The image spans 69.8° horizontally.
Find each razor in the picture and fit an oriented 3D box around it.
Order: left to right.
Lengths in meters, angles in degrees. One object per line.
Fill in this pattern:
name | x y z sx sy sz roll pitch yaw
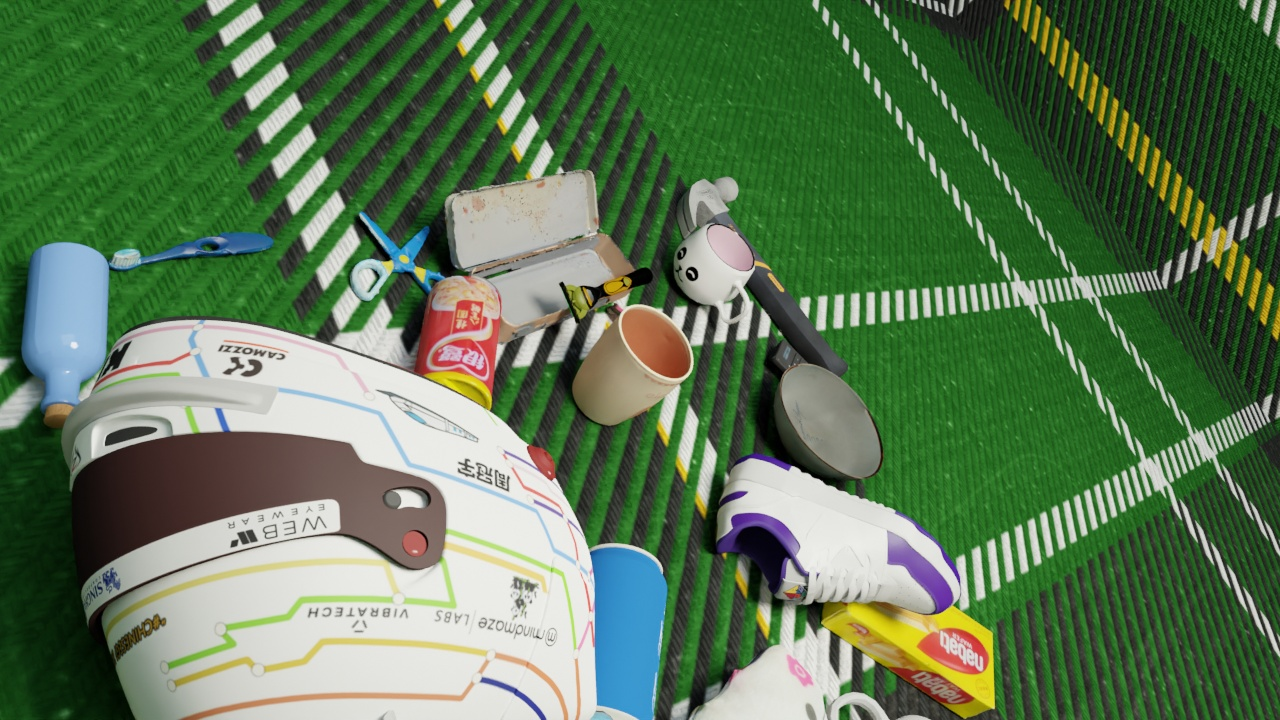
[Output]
razor | -0.030 -0.075 0.944 0.143 0.021 0.044 -26 94 -52

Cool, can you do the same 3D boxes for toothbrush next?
toothbrush | -0.352 -0.088 0.728 0.132 0.016 0.021 -20 73 -48

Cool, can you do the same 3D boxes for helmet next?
helmet | -0.172 0.133 0.522 0.314 0.232 0.235 24 46 -32

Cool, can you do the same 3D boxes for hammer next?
hammer | 0.160 -0.103 1.178 0.139 0.035 0.312 -26 76 -48

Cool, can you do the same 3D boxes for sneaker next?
sneaker | 0.179 0.189 0.864 0.244 0.092 0.110 27 53 10

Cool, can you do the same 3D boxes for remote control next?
remote control | 0.211 0.036 1.112 0.140 0.021 0.045 44 40 -9

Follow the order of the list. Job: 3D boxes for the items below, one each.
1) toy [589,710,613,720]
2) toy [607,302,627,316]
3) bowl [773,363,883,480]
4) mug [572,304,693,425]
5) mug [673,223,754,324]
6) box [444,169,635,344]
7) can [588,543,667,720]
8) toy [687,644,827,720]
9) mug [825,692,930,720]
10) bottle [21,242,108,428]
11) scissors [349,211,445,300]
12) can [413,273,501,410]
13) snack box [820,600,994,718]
toy | -0.004 0.336 0.584 0.224 0.099 0.190 54 44 -22
toy | 0.016 -0.031 0.980 0.102 0.050 0.065 24 39 -31
bowl | 0.200 0.080 1.034 0.150 0.057 0.150 23 44 -24
mug | -0.005 0.005 0.882 0.085 0.105 0.111 49 38 4
mug | 0.089 -0.096 1.073 0.090 0.076 0.123 -1 58 -42
box | -0.099 -0.112 0.934 0.215 0.071 0.157 -26 104 -49
can | -0.024 0.220 0.699 0.079 0.079 0.145 29 42 -19
toy | 0.121 0.338 0.719 0.137 0.086 0.209 -16 72 -37
mug | 0.208 0.346 0.795 0.096 0.083 0.119 0 49 -41
bottle | -0.383 -0.015 0.612 0.048 0.048 0.131 8 52 -37
scissors | -0.223 -0.087 0.846 0.125 0.014 0.130 50 37 3
can | -0.157 -0.009 0.790 0.066 0.067 0.124 23 44 -25
snack box | 0.277 0.277 0.944 0.200 0.042 0.091 35 42 -12
